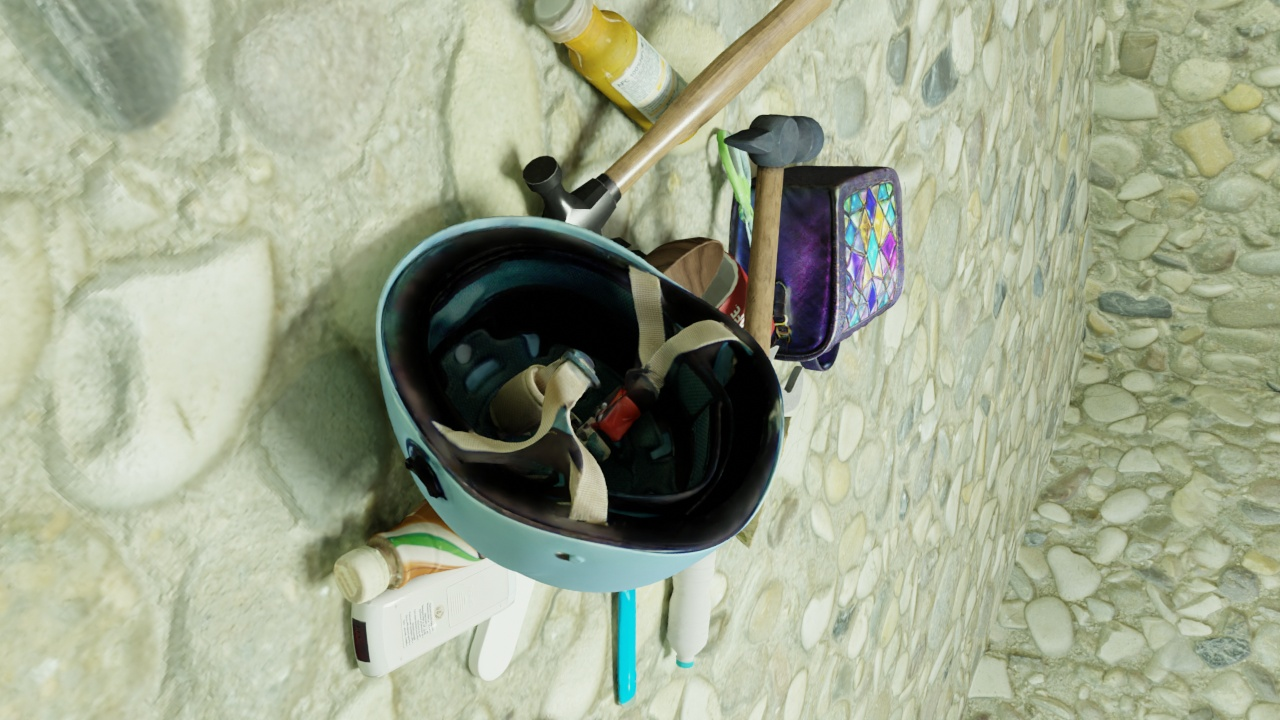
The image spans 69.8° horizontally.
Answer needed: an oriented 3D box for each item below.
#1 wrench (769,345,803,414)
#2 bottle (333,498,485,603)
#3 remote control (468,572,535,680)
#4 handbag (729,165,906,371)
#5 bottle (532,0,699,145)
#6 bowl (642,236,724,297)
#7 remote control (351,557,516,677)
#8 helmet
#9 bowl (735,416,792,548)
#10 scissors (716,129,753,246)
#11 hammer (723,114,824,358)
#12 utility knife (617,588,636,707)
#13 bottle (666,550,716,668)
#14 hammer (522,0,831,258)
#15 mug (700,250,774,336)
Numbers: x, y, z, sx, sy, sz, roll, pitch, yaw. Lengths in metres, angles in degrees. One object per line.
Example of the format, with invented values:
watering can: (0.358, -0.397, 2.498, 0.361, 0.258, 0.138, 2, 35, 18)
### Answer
wrench: (0.072, 0.088, 0.869, 0.272, 0.018, 0.083, -50, 118, -25)
bottle: (-0.134, 0.117, 0.632, 0.166, 0.059, 0.059, -22, 118, -52)
remote control: (-0.105, 0.189, 0.739, 0.043, 0.013, 0.136, 28, 77, -56)
handbag: (0.197, -0.096, 1.003, 0.204, 0.126, 0.222, -27, 119, -51)
bottle: (-0.014, -0.227, 0.709, 0.186, 0.053, 0.053, 23, 80, -57)
bowl: (0.016, -0.061, 0.758, 0.119, 0.032, 0.119, -41, 163, -16)
remote control: (-0.144, 0.172, 0.658, 0.138, 0.025, 0.060, -18, 112, -48)
helmet: (-0.054, 0.035, 0.591, 0.224, 0.265, 0.167, -40, 169, -40)
bowl: (0.111, 0.121, 0.979, 0.145, 0.063, 0.145, 18, 89, -80)
scissors: (0.103, -0.141, 0.894, 0.065, 0.033, 0.174, 1, 72, -66)
hammer: (0.103, -0.048, 0.798, 0.129, 0.040, 0.322, -21, 119, -54)
utility knife: (-0.013, 0.260, 0.900, 0.031, 0.015, 0.198, -27, 124, -54)
bottle: (0.052, 0.260, 0.971, 0.044, 0.044, 0.136, -12, 110, -55)
hammer: (0.044, -0.197, 0.728, 0.305, 0.040, 0.132, -45, 145, -11)
mug: (0.057, -0.036, 0.862, 0.116, 0.080, 0.096, -44, 142, 1)
